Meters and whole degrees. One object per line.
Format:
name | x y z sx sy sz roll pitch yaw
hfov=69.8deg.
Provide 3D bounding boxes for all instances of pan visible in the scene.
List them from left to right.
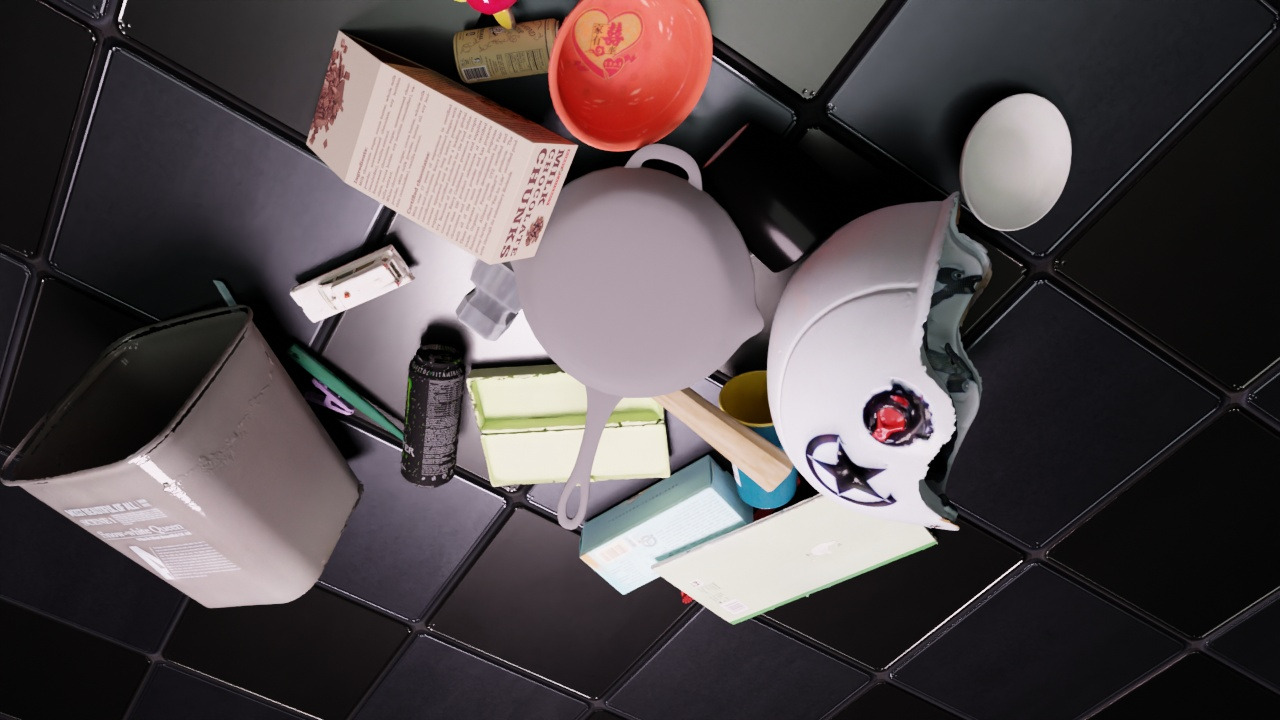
pan | -0.024 -0.001 0.758 0.216 0.024 0.355 17 114 3

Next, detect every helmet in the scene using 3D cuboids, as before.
helmet | 0.184 -0.004 0.733 0.164 0.235 0.264 4 129 24

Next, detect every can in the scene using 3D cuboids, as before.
can | -0.198 0.056 0.876 0.054 0.053 0.138 10 114 -3
can | -0.098 -0.234 0.695 0.079 0.038 0.038 -5 123 7

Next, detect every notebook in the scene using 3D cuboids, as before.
notebook | 0.164 0.203 0.954 0.253 0.010 0.182 -28 135 19

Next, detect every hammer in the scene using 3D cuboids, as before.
hammer | -0.005 0.005 0.795 0.323 0.051 0.117 37 118 -3

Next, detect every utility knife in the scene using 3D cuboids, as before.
utility knife | -0.359 -0.003 0.883 0.022 0.015 0.177 -8 121 22

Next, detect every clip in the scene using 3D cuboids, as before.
clip | -0.307 0.033 0.903 0.050 0.014 0.046 7 121 2

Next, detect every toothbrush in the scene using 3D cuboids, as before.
toothbrush | -0.268 0.046 0.907 0.016 0.017 0.190 -37 113 25
toothbrush | 0.104 0.196 0.982 0.012 0.017 0.213 28 121 -15

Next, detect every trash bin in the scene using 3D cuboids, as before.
trash bin | -0.397 0.102 0.848 0.198 0.196 0.220 -10 130 23

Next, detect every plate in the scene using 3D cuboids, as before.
plate | 0.288 -0.155 0.719 0.104 0.026 0.104 -5 106 -19

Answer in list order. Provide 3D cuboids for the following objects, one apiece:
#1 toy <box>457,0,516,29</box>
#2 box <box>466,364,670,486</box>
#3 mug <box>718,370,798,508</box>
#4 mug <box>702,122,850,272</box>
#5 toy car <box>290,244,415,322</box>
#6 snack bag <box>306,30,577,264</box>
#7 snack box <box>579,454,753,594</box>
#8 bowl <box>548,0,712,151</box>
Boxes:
toy | -0.095 -0.289 0.647 0.137 0.067 0.106 6 125 8
box | -0.067 0.064 0.900 0.187 0.024 0.137 -5 117 7
mug | 0.117 0.080 0.874 0.078 0.078 0.121 -4 128 6
mug | 0.093 -0.128 0.739 0.100 0.084 0.119 45 146 -10
toy car | -0.260 -0.064 0.818 0.113 0.039 0.039 -20 120 16
snack bag | -0.165 -0.166 0.702 0.206 0.069 0.094 30 111 14
snack box | 0.025 0.173 0.952 0.175 0.053 0.075 -32 118 23
bowl | -0.014 -0.223 0.676 0.130 0.045 0.131 -17 133 -19
